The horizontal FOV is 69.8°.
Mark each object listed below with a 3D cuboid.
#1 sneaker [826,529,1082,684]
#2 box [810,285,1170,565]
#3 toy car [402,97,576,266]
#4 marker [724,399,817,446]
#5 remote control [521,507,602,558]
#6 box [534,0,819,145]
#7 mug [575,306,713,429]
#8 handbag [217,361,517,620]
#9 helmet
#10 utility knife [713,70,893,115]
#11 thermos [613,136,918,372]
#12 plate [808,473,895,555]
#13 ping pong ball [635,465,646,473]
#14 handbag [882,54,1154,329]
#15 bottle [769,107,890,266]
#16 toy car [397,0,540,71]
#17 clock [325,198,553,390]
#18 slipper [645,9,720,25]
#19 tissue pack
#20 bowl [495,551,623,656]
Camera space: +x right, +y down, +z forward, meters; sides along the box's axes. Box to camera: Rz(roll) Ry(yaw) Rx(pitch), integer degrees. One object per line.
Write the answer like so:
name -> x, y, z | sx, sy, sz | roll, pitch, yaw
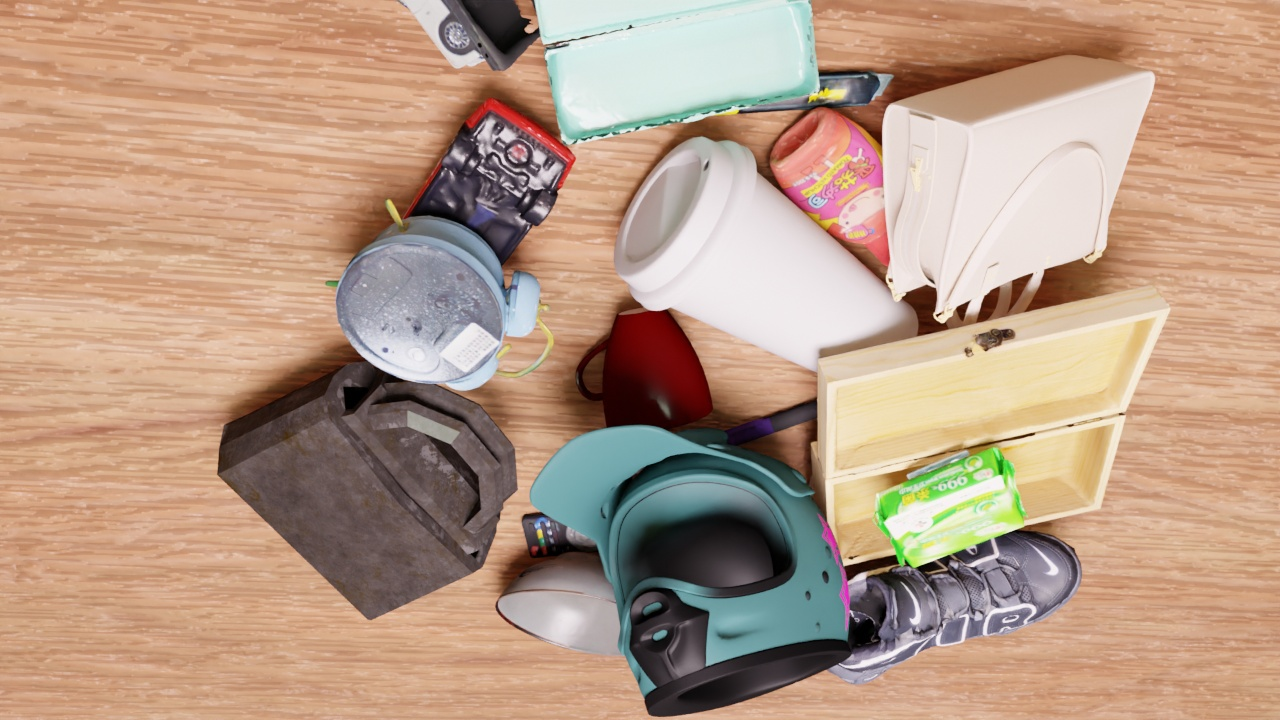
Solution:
sneaker -> 0.256, 0.207, 0.805 | 0.253, 0.097, 0.150 | -26, 155, 14
box -> 0.265, 0.061, 0.737 | 0.247, 0.068, 0.254 | -13, 141, -1
toy car -> -0.129, -0.100, 0.676 | 0.081, 0.056, 0.190 | 32, 120, -18
marker -> 0.127, 0.050, 0.795 | 0.134, 0.015, 0.018 | -20, 136, 5
remote control -> -0.035, 0.151, 0.831 | 0.140, 0.021, 0.045 | -7, 116, 4
box -> 0.026, -0.223, 0.608 | 0.187, 0.052, 0.139 | -12, 127, -5
mug -> -0.004, 0.004, 0.735 | 0.114, 0.086, 0.088 | -5, 101, 28
handbag -> -0.194, 0.086, 0.736 | 0.200, 0.102, 0.197 | -22, 118, 24
helmet -> 0.046, 0.148, 0.699 | 0.177, 0.200, 0.274 | -30, 152, 20
utility knife -> 0.100, -0.196, 0.668 | 0.172, 0.020, 0.029 | -5, 120, -4
thermos -> 0.101, -0.059, 0.685 | 0.221, 0.131, 0.132 | 28, 111, -26
plate -> 0.231, 0.120, 0.840 | 0.157, 0.014, 0.157 | -2, 117, -5
ping pong ball -> -0.003, 0.076, 0.783 | 0.040, 0.040, 0.040 | -2, 117, -4
handbag -> 0.265, -0.102, 0.668 | 0.194, 0.101, 0.198 | -20, 124, -22
bottle -> 0.162, -0.125, 0.689 | 0.134, 0.048, 0.072 | 36, 127, -23
toy car -> -0.143, -0.273, 0.582 | 0.071, 0.093, 0.192 | -15, 123, 36
clock -> -0.137, -0.035, 0.655 | 0.162, 0.060, 0.118 | 37, 122, -23
slipper -> -0.040, -0.302, 0.571 | 0.294, 0.060, 0.118 | 19, 125, -33
tissue pack -> 0.250, 0.120, 0.740 | 0.114, 0.034, 0.099 | -25, 135, 15
bowl -> -0.051, 0.212, 0.825 | 0.151, 0.056, 0.151 | 8, 144, 6
